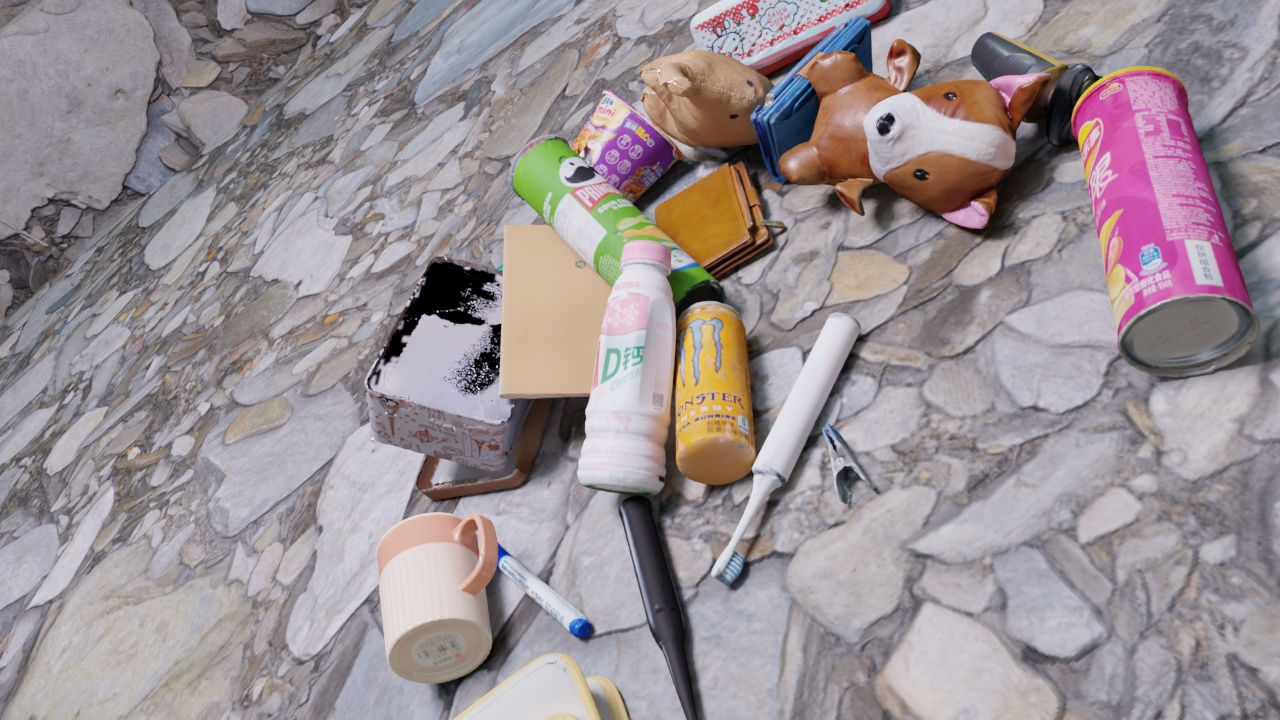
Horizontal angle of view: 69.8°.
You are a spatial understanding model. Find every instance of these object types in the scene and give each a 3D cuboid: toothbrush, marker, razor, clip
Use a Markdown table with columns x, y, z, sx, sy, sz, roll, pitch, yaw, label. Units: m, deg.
| x | y | z | sx | sy | sz | roll | pitch | yaw | label |
| --- | --- | --- | --- | --- | --- | --- | --- | --- | --- |
| 0.103 | 0.059 | 0.654 | 0.220 | 0.026 | 0.027 | -60 | 2 | -22 | toothbrush |
| 0.017 | 0.174 | 0.617 | 0.026 | 0.027 | 0.212 | -3 | 37 | -12 | toothbrush |
| -0.083 | 0.176 | 0.714 | 0.017 | 0.017 | 0.146 | -52 | 38 | -13 | marker |
| 0.313 | -0.227 | 0.735 | 0.067 | 0.062 | 0.167 | -7 | 35 | -3 | razor |
| 0.136 | 0.070 | 0.619 | 0.028 | 0.024 | 0.056 | -32 | 44 | 19 | clip |

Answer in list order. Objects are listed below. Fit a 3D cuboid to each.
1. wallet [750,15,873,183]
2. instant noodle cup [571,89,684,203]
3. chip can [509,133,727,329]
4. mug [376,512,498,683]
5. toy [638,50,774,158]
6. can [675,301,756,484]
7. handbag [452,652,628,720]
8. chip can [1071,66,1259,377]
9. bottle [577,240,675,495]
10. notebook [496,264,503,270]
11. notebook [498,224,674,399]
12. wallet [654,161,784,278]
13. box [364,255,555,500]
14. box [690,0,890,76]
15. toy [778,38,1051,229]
| x | y | z | sx | sy | sz | roll | pitch | yaw | label |
| --- | --- | --- | --- | --- | --- | --- | --- | --- | --- |
| 0.161 | -0.236 | 0.835 | 0.133 | 0.106 | 0.040 | -47 | 63 | -6 | wallet |
| -0.027 | -0.216 | 0.984 | 0.099 | 0.111 | 0.111 | -49 | 37 | 3 | instant noodle cup |
| -0.026 | -0.112 | 0.829 | 0.072 | 0.072 | 0.236 | -43 | 63 | -1 | chip can |
| -0.152 | 0.176 | 0.718 | 0.115 | 0.081 | 0.105 | -44 | 37 | 16 | mug |
| 0.068 | -0.246 | 0.863 | 0.226 | 0.143 | 0.082 | -71 | -11 | -85 | toy |
| 0.056 | 0.023 | 0.706 | 0.058 | 0.058 | 0.145 | -23 | 41 | 23 | can |
| -0.073 | 0.291 | 0.561 | 0.163 | 0.063 | 0.178 | -38 | 40 | 8 | handbag |
| 0.320 | -0.092 | 0.572 | 0.072 | 0.071 | 0.210 | -15 | 45 | 31 | chip can |
| -0.004 | 0.004 | 0.719 | 0.068 | 0.068 | 0.196 | -4 | 73 | 40 | bottle |
| -0.151 | -0.075 | 1.007 | 0.209 | 0.012 | 0.150 | -30 | 28 | 18 | notebook |
| -0.052 | -0.051 | 0.829 | 0.148 | 0.008 | 0.207 | -1 | 51 | -5 | notebook |
| 0.069 | -0.131 | 0.865 | 0.119 | 0.035 | 0.130 | -28 | 41 | 19 | wallet |
| -0.152 | 0.029 | 0.868 | 0.151 | 0.169 | 0.181 | 16 | 50 | 1 | box |
| 0.155 | -0.373 | 0.976 | 0.202 | 0.099 | 0.095 | -20 | 43 | 27 | box |
| 0.207 | -0.179 | 0.723 | 0.200 | 0.130 | 0.140 | 30 | 111 | 42 | toy |
